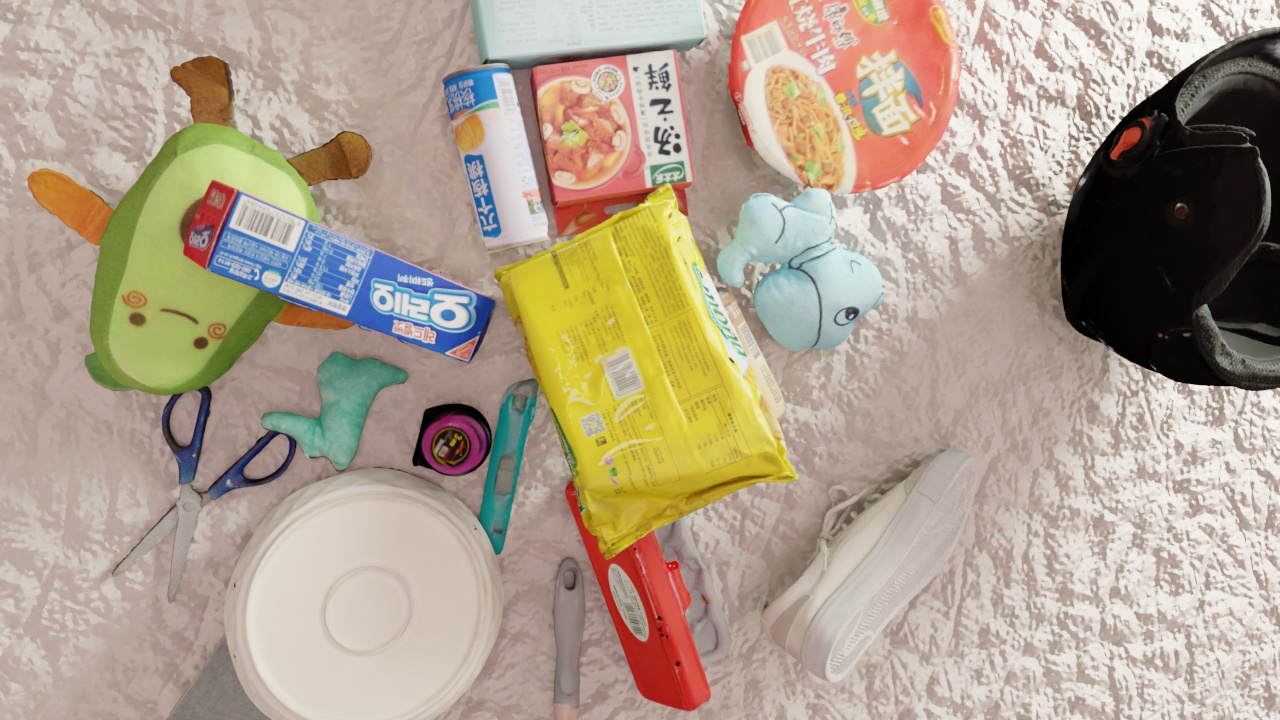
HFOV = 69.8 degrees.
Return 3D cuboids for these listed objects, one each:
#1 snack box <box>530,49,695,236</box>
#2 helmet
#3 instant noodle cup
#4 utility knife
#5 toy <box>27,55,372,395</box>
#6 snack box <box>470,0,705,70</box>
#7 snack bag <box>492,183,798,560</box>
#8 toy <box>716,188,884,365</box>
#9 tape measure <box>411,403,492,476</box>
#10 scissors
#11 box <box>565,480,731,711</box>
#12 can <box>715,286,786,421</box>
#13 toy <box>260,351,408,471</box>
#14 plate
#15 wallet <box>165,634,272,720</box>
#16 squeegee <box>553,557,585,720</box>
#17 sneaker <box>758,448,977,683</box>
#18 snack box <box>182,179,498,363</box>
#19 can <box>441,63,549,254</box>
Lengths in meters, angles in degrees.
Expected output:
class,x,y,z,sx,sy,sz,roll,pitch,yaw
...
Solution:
class,x,y,z,sx,sy,sz,roll,pitch,yaw
snack box,-0.020,-0.169,0.720,0.113,0.044,0.127,-11,98,-10
helmet,0.462,-0.111,0.732,0.233,0.231,0.274,10,83,-21
instant noodle cup,0.154,-0.229,0.740,0.193,0.066,0.194,-1,95,-13
utility knife,-0.112,0.104,0.742,0.029,0.013,0.187,11,93,-5
toy,-0.303,-0.082,0.647,0.227,0.090,0.246,25,86,-18
snack box,-0.040,-0.271,0.702,0.174,0.051,0.074,-9,98,-10
snack bag,-0.004,0.004,0.671,0.158,0.068,0.246,-23,72,4
toy,0.134,-0.065,0.746,0.161,0.050,0.156,-9,122,-18
tape measure,-0.146,0.062,0.719,0.058,0.039,0.057,12,93,-8
scissors,-0.338,0.094,0.696,0.162,0.012,0.163,-22,100,-9
box,0.017,0.170,0.752,0.098,0.095,0.201,-26,99,-38
can,0.070,0.002,0.747,0.058,0.058,0.116,-29,100,-8
toy,-0.235,0.038,0.702,0.096,0.030,0.092,15,90,-22
plate,-0.204,0.185,0.689,0.204,0.046,0.204,2,83,-16
wallet,-0.282,0.270,0.712,0.129,0.037,0.106,35,96,-11
squeegee,-0.063,0.289,0.758,0.247,0.040,0.249,2,94,-11
sneaker,0.194,0.159,0.785,0.241,0.091,0.089,-42,133,-23
snack box,-0.200,-0.056,0.640,0.207,0.058,0.057,23,90,-43
can,-0.109,-0.152,0.699,0.053,0.053,0.134,-14,98,-10
